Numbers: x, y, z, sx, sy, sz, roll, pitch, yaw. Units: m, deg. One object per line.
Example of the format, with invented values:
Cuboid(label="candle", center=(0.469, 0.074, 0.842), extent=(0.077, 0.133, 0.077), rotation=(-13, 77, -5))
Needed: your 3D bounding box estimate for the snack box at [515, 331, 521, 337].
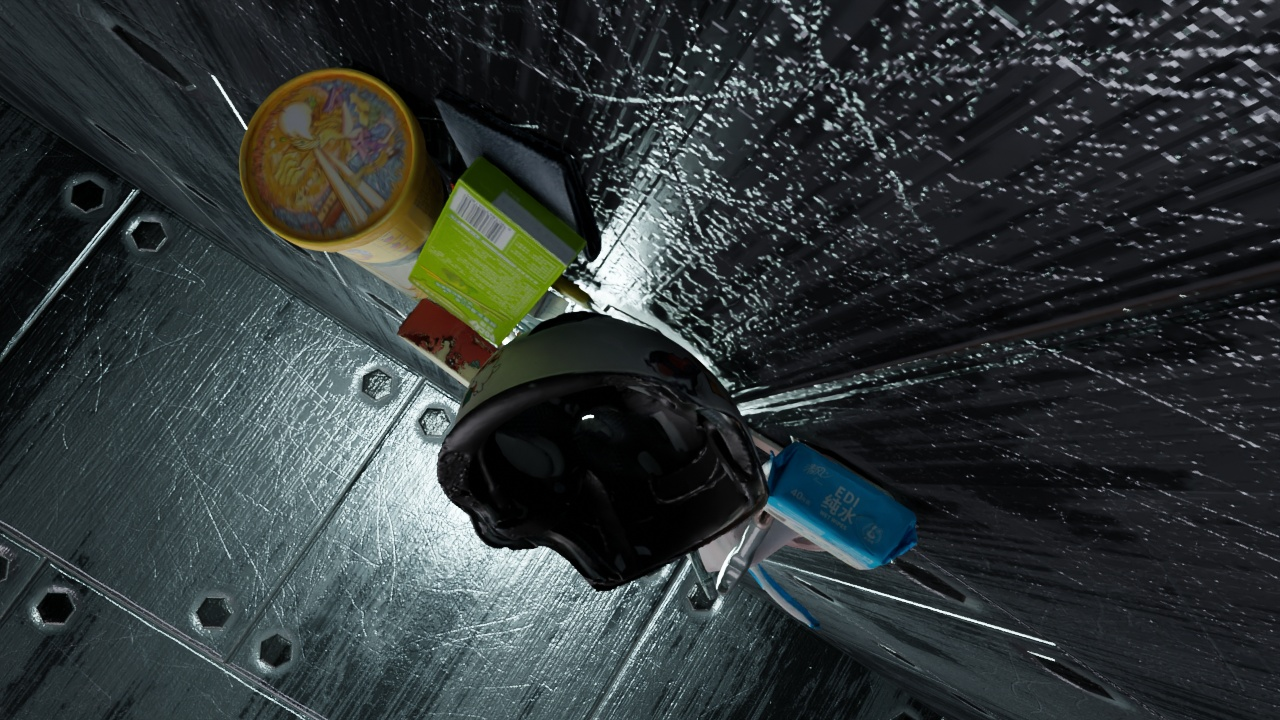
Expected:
Cuboid(label="snack box", center=(-0.082, 0.018, 1.107), extent=(0.154, 0.026, 0.075), rotation=(32, 168, 5))

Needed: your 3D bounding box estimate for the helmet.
Cuboid(label="helmet", center=(-0.030, 0.055, 0.751), extent=(0.274, 0.231, 0.156), rotation=(34, -149, -32))

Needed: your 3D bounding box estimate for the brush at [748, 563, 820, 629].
Cuboid(label="brush", center=(0.131, 0.235, 1.233), extent=(0.314, 0.109, 0.061), rotation=(32, 168, -2))

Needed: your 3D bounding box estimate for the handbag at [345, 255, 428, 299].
Cuboid(label="handbag", center=(-0.268, -0.135, 0.911), extent=(0.163, 0.063, 0.179), rotation=(33, 165, -8))

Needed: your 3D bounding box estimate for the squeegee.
Cuboid(label="squeegee", center=(0.125, 0.165, 0.945), extent=(0.248, 0.040, 0.250), rotation=(30, 133, 12))

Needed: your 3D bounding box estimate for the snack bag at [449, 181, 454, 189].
Cuboid(label="snack bag", center=(-0.110, -0.102, 0.686), extent=(0.104, 0.026, 0.048), rotation=(21, 135, 37))

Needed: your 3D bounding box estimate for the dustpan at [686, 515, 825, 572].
Cuboid(label="dustpan", center=(0.103, 0.152, 1.110), extent=(0.273, 0.138, 0.223), rotation=(57, 159, 0))

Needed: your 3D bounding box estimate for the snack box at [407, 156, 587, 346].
Cuboid(label="snack box", center=(-0.102, -0.067, 0.623), extent=(0.086, 0.026, 0.157), rotation=(38, 150, -8))

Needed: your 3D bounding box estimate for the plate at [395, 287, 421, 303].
Cuboid(label="plate", center=(-0.269, -0.096, 1.137), extent=(0.230, 0.027, 0.230), rotation=(31, 169, 6))

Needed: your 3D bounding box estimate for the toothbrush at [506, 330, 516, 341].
Cuboid(label="toothbrush", center=(-0.167, -0.043, 1.105), extent=(0.016, 0.018, 0.191), rotation=(33, 169, 10))

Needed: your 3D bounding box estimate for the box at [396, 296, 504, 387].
Cuboid(label="box", center=(-0.212, -0.001, 1.109), extent=(0.091, 0.080, 0.168), rotation=(26, 167, 32))

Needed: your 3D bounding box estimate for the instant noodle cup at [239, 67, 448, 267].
Cuboid(label="instant noodle cup", center=(-0.193, -0.122, 0.634), extent=(0.118, 0.118, 0.114), rotation=(31, 177, 9))

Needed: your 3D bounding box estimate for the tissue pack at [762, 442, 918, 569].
Cuboid(label="tissue pack", center=(0.167, 0.126, 0.797), extent=(0.140, 0.063, 0.090), rotation=(32, 168, 10))

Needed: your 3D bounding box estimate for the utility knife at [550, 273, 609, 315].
Cuboid(label="utility knife", center=(-0.084, -0.077, 0.757), extent=(0.195, 0.015, 0.033), rotation=(33, 175, -10))

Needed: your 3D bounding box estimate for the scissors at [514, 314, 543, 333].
Cuboid(label="scissors", center=(-0.145, -0.057, 0.996), extent=(0.185, 0.019, 0.132), rotation=(38, 167, -16))

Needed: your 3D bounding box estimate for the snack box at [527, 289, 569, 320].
Cuboid(label="snack box", center=(-0.108, -0.063, 0.762), extent=(0.085, 0.027, 0.157), rotation=(29, 180, 1))

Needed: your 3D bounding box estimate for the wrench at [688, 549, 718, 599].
Cuboid(label="wrench", center=(0.027, 0.135, 0.999), extent=(0.056, 0.016, 0.273), rotation=(-160, 47, -81))

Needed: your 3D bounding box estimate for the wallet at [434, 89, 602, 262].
Cuboid(label="wallet", center=(-0.075, -0.113, 0.578), extent=(0.097, 0.019, 0.121), rotation=(30, 165, 16))
